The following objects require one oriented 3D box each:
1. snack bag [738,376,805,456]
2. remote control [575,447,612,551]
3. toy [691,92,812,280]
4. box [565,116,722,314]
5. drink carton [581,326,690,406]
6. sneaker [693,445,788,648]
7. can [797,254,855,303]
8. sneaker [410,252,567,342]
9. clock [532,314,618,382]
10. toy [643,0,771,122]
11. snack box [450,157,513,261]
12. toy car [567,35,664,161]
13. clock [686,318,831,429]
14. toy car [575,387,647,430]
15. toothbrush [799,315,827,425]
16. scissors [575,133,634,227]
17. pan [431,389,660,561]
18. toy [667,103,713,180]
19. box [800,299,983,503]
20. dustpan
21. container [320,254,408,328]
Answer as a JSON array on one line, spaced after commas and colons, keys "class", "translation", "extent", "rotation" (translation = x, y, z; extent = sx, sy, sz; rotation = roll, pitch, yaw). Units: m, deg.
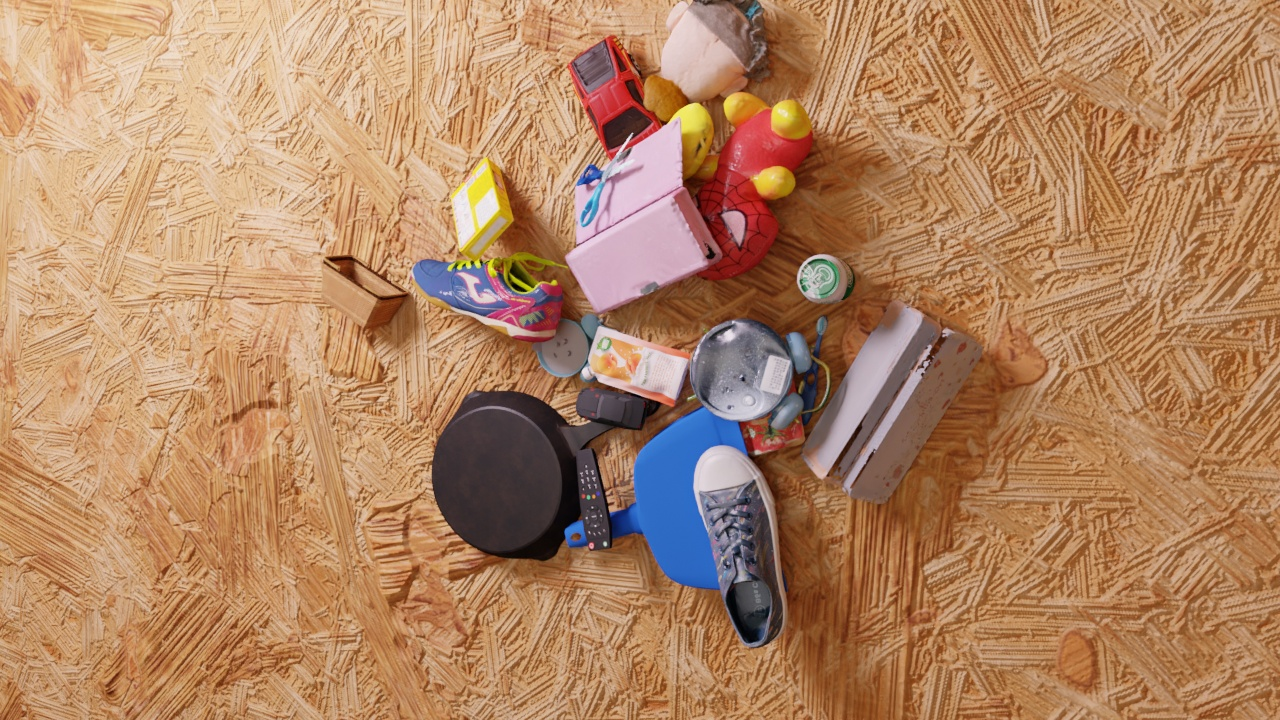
[{"class": "snack bag", "translation": [0.143, 0.032, 1.091], "extent": [0.087, 0.044, 0.155], "rotation": [-17, 81, 22]}, {"class": "remote control", "translation": [-0.058, 0.172, 1.136], "extent": [0.039, 0.010, 0.124], "rotation": [-15, 80, 33]}, {"class": "toy", "translation": [0.118, -0.190, 1.044], "extent": [0.147, 0.098, 0.216], "rotation": [34, 106, 55]}, {"class": "box", "translation": [-0.014, -0.158, 1.068], "extent": [0.233, 0.059, 0.179], "rotation": [-21, 84, 54]}, {"class": "drink carton", "translation": [-0.007, 0.007, 1.129], "extent": [0.122, 0.039, 0.069], "rotation": [18, 90, 9]}, {"class": "sneaker", "translation": [0.117, 0.212, 1.041], "extent": [0.087, 0.079, 0.235], "rotation": [-14, 88, 13]}, {"class": "can", "translation": [0.207, -0.090, 1.020], "extent": [0.053, 0.101, 0.053], "rotation": [1, 94, 21]}, {"class": "sneaker", "translation": [-0.195, -0.103, 1.175], "extent": [0.242, 0.116, 0.091], "rotation": [23, 110, 28]}, {"class": "clock", "translation": [-0.077, -0.016, 1.165], "extent": [0.123, 0.042, 0.087], "rotation": [3, 94, 22]}, {"class": "toy", "translation": [0.075, -0.351, 1.070], "extent": [0.176, 0.076, 0.132], "rotation": [-41, 93, 16]}, {"class": "snack box", "translation": [-0.202, -0.194, 1.161], "extent": [0.075, 0.025, 0.152], "rotation": [-44, 36, 17]}, {"class": "toy car", "translation": [-0.020, -0.298, 1.121], "extent": [0.082, 0.056, 0.189], "rotation": [-28, 86, 21]}, {"class": "clock", "translation": [0.135, 0.017, 1.045], "extent": [0.162, 0.060, 0.118], "rotation": [14, 86, 19]}, {"class": "toy car", "translation": [-0.038, 0.059, 1.129], "extent": [0.092, 0.036, 0.042], "rotation": [12, 89, 13]}, {"class": "toothbrush", "translation": [0.201, 0.012, 1.074], "extent": [0.021, 0.016, 0.132], "rotation": [12, 97, 24]}, {"class": "scissors", "translation": [-0.045, -0.225, 1.089], "extent": [0.133, 0.015, 0.110], "rotation": [-54, 35, 31]}, {"class": "pan", "translation": [-0.131, 0.125, 1.193], "extent": [0.357, 0.043, 0.248], "rotation": [-29, 83, 20]}, {"class": "toy", "translation": [0.048, -0.248, 1.049], "extent": [0.094, 0.041, 0.095], "rotation": [32, 101, 61]}, {"class": "box", "translation": [0.269, 0.044, 1.027], "extent": [0.107, 0.094, 0.216], "rotation": [40, 108, 39]}, {"class": "dustpan", "translation": [0.024, 0.191, 1.131], "extent": [0.258, 0.059, 0.245], "rotation": [-17, 87, 11]}, {"class": "container", "translation": [-0.388, -0.094, 1.272], "extent": [0.114, 0.063, 0.061], "rotation": [32, 111, 16]}]
